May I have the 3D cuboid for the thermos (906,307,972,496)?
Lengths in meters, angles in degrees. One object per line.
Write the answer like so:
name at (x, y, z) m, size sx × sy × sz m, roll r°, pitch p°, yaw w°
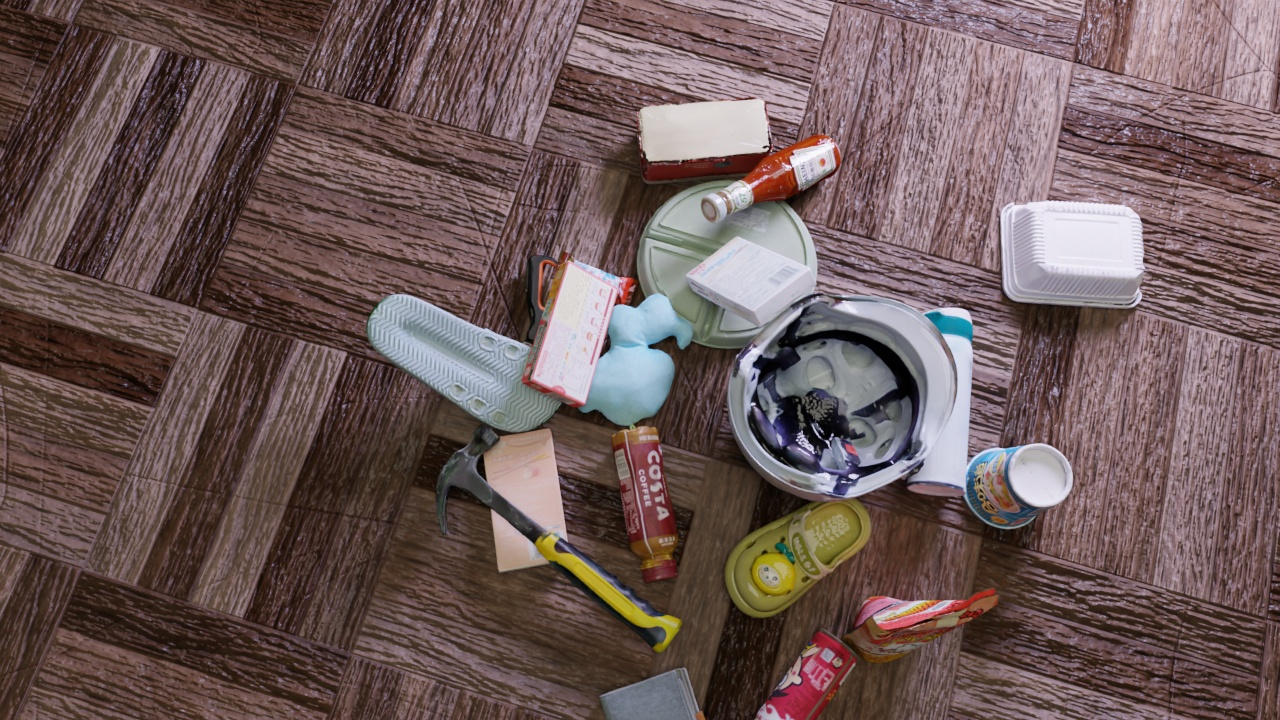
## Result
thermos at (0.361, 0.046, 1.095) m, size 0.073 × 0.073 × 0.224 m, roll 9°, pitch 74°, yaw 2°

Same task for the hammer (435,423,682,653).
hammer at (-0.096, 0.216, 1.035) m, size 0.323 × 0.032 × 0.126 m, roll 37°, pitch 77°, yaw 7°

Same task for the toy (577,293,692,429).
toy at (-0.007, 0.006, 1.110) m, size 0.161 × 0.050 × 0.156 m, roll -16°, pitch 83°, yaw -6°

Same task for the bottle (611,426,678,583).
bottle at (0.008, 0.167, 1.063) m, size 0.057 × 0.057 × 0.174 m, roll -10°, pitch 75°, yaw -3°

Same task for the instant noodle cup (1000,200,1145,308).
instant noodle cup at (0.548, -0.141, 1.149) m, size 0.173 × 0.060 × 0.138 m, roll 4°, pitch 75°, yaw -1°

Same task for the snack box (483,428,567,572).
snack box at (-0.135, 0.164, 1.079) m, size 0.084 × 0.026 × 0.157 m, roll -9°, pitch 75°, yaw -3°

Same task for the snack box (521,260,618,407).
snack box at (-0.081, -0.031, 1.078) m, size 0.077 × 0.027 × 0.155 m, roll 27°, pitch 67°, yaw -30°

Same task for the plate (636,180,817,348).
plate at (0.110, -0.127, 1.160) m, size 0.230 × 0.027 × 0.230 m, roll 0°, pitch 75°, yaw -1°

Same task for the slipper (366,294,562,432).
slipper at (-0.204, 0.004, 1.078) m, size 0.245 × 0.074 × 0.104 m, roll 28°, pitch 83°, yaw -15°

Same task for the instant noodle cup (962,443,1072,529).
instant noodle cup at (0.433, 0.139, 1.045) m, size 0.099 × 0.110 × 0.099 m, roll 0°, pitch 75°, yaw -1°

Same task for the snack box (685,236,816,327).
snack box at (0.125, -0.094, 1.069) m, size 0.084 × 0.157 × 0.027 m, roll -37°, pitch 121°, yaw -10°

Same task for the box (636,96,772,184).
box at (0.081, -0.287, 1.177) m, size 0.168 × 0.078 × 0.091 m, roll -5°, pitch 75°, yaw -2°

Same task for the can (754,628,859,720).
can at (0.181, 0.365, 1.011) m, size 0.053 × 0.053 × 0.132 m, roll 38°, pitch 78°, yaw 9°

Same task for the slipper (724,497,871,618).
slipper at (0.181, 0.213, 1.041) m, size 0.190 × 0.082 × 0.091 m, roll -31°, pitch 75°, yaw -11°

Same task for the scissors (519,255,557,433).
scissors at (-0.147, -0.027, 1.136) m, size 0.230 × 0.022 × 0.220 m, roll 21°, pitch 80°, yaw 2°

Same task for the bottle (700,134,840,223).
bottle at (0.162, -0.223, 1.141) m, size 0.205 × 0.060 × 0.060 m, roll -29°, pitch 76°, yaw -27°

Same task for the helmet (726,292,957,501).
helmet at (0.218, 0.052, 1.050) m, size 0.258 × 0.146 × 0.229 m, roll -33°, pitch 77°, yaw -17°

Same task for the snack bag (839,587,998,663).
snack bag at (0.278, 0.273, 0.958) m, size 0.128 × 0.208 × 0.073 m, roll -11°, pitch 70°, yaw -5°

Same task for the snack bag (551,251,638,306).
snack bag at (-0.057, -0.100, 1.143) m, size 0.104 × 0.026 × 0.048 m, roll 24°, pitch 64°, yaw -13°

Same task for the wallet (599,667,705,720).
wallet at (0.024, 0.415, 1.007) m, size 0.106 × 0.037 × 0.129 m, roll -21°, pitch 74°, yaw 5°
